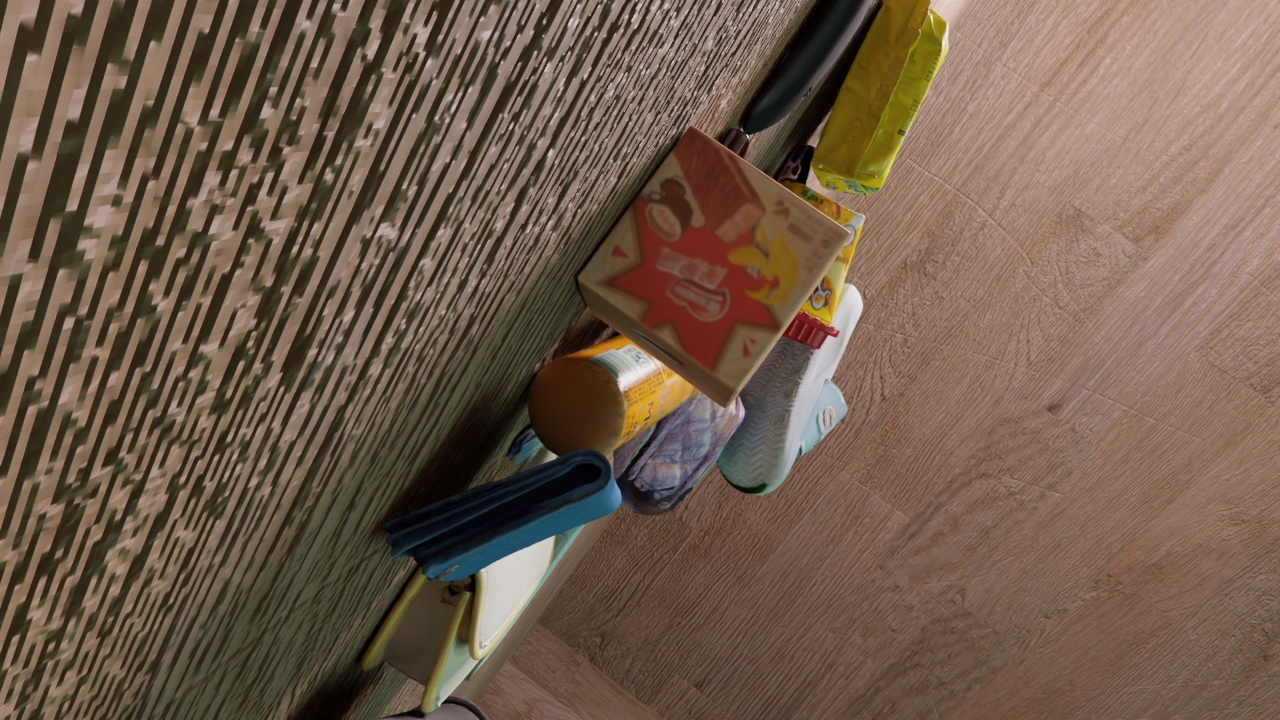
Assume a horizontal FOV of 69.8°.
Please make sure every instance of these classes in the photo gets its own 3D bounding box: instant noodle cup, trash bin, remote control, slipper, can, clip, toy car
[{"bbox_3d":[0.131,-0.089,0.826,0.124,0.116,0.116,-66,-159,4],"label":"instant noodle cup"},{"bbox_3d":[-0.156,0.328,0.566,0.198,0.199,0.220,-35,162,-15],"label":"trash bin"},{"bbox_3d":[0.107,-0.187,0.538,0.136,0.024,0.053,-55,175,9],"label":"remote control"},{"bbox_3d":[0.151,0.028,0.874,0.104,0.074,0.244,-11,-139,54],"label":"slipper"},{"bbox_3d":[-0.008,0.014,0.544,0.058,0.058,0.145,-56,167,22],"label":"can"},{"bbox_3d":[-0.060,0.046,0.579,0.056,0.029,0.024,-38,163,-45],"label":"clip"},{"bbox_3d":[0.147,-0.166,0.924,0.056,0.037,0.123,-57,164,-31],"label":"toy car"}]

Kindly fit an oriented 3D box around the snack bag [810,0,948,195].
[{"bbox_3d":[0.223,-0.233,0.859,0.158,0.068,0.246,-67,171,11],"label":"snack bag"}]

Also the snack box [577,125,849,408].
[{"bbox_3d":[0.035,-0.043,0.458,0.094,0.093,0.077,-53,174,-5],"label":"snack box"}]

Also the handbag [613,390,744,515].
[{"bbox_3d":[0.026,0.057,0.877,0.134,0.075,0.193,-52,-171,9],"label":"handbag"}]

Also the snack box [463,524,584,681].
[{"bbox_3d":[-0.119,0.201,0.833,0.175,0.051,0.074,-54,175,12],"label":"snack box"}]

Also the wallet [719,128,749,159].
[{"bbox_3d":[0.025,-0.076,0.559,0.122,0.020,0.096,-55,179,1],"label":"wallet"}]

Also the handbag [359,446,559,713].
[{"bbox_3d":[-0.093,0.127,0.612,0.179,0.063,0.163,-59,175,14],"label":"handbag"}]

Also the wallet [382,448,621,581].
[{"bbox_3d":[-0.062,0.077,0.461,0.106,0.040,0.133,-21,167,-4],"label":"wallet"}]
